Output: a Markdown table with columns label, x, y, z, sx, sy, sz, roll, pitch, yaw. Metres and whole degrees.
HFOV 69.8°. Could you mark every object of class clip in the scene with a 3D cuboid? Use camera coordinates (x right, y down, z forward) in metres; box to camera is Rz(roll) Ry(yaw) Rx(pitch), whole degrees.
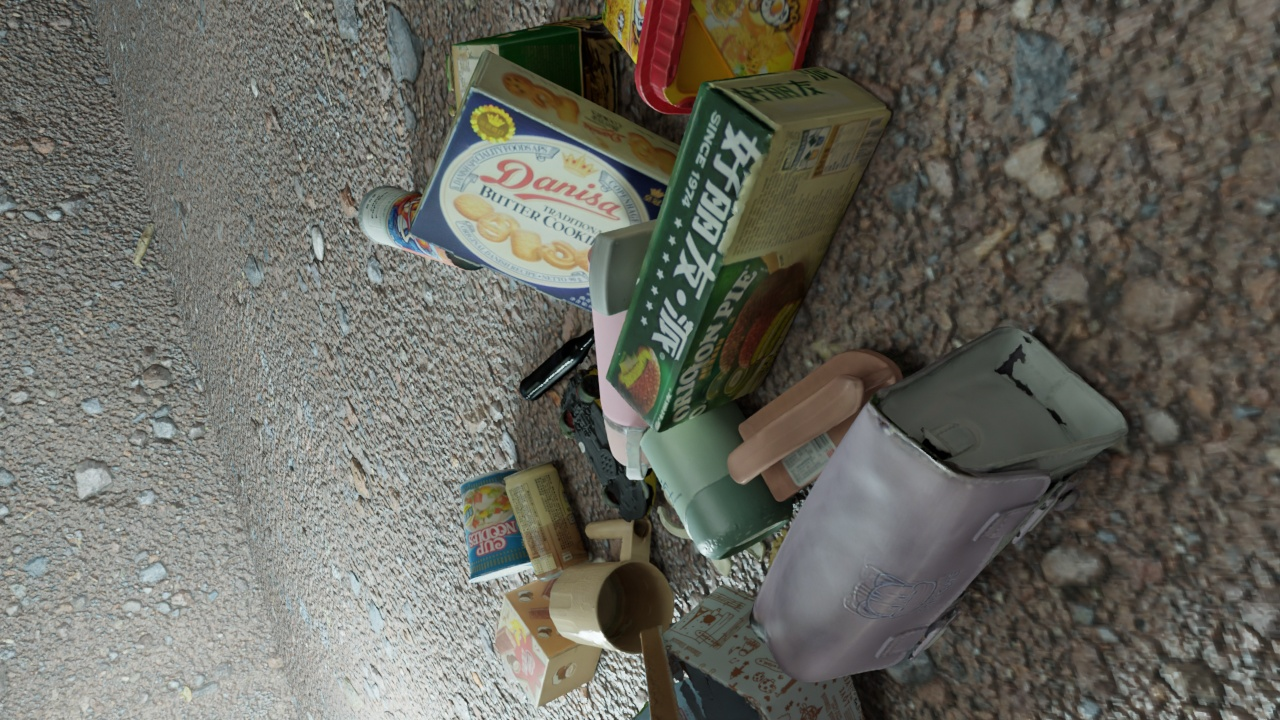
| label | x | y | z | sx | sy | sz | roll | pitch | yaw |
| --- | --- | --- | --- | --- | --- | --- | --- | --- | --- |
| clip | 0.063 | 0.134 | 0.764 | 0.103 | 0.076 | 0.035 | 28 | 124 | 34 |

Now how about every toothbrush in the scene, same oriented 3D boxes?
| label | x | y | z | sx | sy | sz | roll | pitch | yaw |
| --- | --- | --- | --- | --- | --- | --- | --- | --- | --- |
| toothbrush | -0.063 | -0.007 | 0.880 | 0.027 | 0.026 | 0.213 | 40 | 144 | -11 |

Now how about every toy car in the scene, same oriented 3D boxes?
| label | x | y | z | sx | sy | sz | roll | pitch | yaw |
| --- | --- | --- | --- | --- | --- | --- | --- | --- | --- |
| toy car | -0.028 | 0.077 | 0.847 | 0.155 | 0.041 | 0.071 | 59 | 142 | 24 |

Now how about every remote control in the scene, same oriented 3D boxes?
| label | x | y | z | sx | sy | sz | roll | pitch | yaw |
| --- | --- | --- | --- | --- | --- | --- | --- | --- | --- |
| remote control | 0.019 | -0.073 | 0.643 | 0.019 | 0.134 | 0.056 | 27 | 125 | 38 |

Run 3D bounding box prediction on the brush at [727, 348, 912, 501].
| label | x | y | z | sx | sy | sz | roll | pitch | yaw |
| --- | --- | --- | --- | --- | --- | --- | --- | --- | --- |
| brush | 0.118 | 0.041 | 0.607 | 0.146 | 0.072 | 0.063 | -45 | 65 | 49 |

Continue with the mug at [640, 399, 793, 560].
| label | x | y | z | sx | sy | sz | roll | pitch | yaw |
| --- | --- | --- | --- | --- | --- | --- | --- | --- | --- |
| mug | 0.060 | 0.094 | 0.710 | 0.106 | 0.082 | 0.112 | 59 | 173 | 19 |

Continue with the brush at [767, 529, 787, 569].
| label | x | y | z | sx | sy | sz | roll | pitch | yaw |
| --- | --- | --- | --- | --- | --- | --- | --- | --- | --- |
| brush | 0.097 | 0.197 | 0.725 | 0.083 | 0.045 | 0.255 | 55 | 146 | 15 |

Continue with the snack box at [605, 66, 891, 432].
| label | x | y | z | sx | sy | sz | roll | pitch | yaw |
| --- | --- | --- | --- | --- | --- | --- | --- | --- | --- |
| snack box | 0.063 | -0.067 | 0.601 | 0.063 | 0.114 | 0.241 | 45 | 137 | 28 |

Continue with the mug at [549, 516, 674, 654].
| label | x | y | z | sx | sy | sz | roll | pitch | yaw |
| --- | --- | --- | --- | --- | --- | --- | --- | --- | --- |
| mug | -0.029 | 0.214 | 0.882 | 0.104 | 0.084 | 0.124 | -20 | 63 | 56 |

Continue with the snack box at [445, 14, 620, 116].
| label | x | y | z | sx | sy | sz | roll | pitch | yaw |
| --- | --- | --- | --- | --- | --- | --- | --- | --- | --- |
| snack box | -0.090 | -0.222 | 0.761 | 0.118 | 0.105 | 0.118 | 21 | 120 | 48 |

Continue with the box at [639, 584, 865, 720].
| label | x | y | z | sx | sy | sz | roll | pitch | yaw |
| --- | --- | --- | --- | --- | --- | --- | --- | --- | --- |
| box | 0.062 | 0.287 | 0.670 | 0.149 | 0.157 | 0.181 | 7 | 125 | 52 |

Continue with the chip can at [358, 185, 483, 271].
| label | x | y | z | sx | sy | sz | roll | pitch | yaw |
| --- | --- | --- | --- | --- | --- | --- | --- | --- | --- |
| chip can | -0.238 | -0.149 | 1.022 | 0.215 | 0.071 | 0.071 | 21 | 119 | 48 |

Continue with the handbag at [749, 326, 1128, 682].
| label | x | y | z | sx | sy | sz | roll | pitch | yaw |
| --- | --- | --- | --- | --- | --- | --- | --- | --- | --- |
| handbag | 0.155 | 0.090 | 0.513 | 0.098 | 0.144 | 0.197 | 53 | 141 | 32 |

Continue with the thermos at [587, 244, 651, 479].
| label | x | y | z | sx | sy | sz | roll | pitch | yaw |
| --- | --- | --- | --- | --- | --- | --- | --- | --- | --- |
| thermos | -0.004 | 0.004 | 0.730 | 0.067 | 0.087 | 0.199 | 3 | 126 | 7 |

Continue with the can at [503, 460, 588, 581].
| label | x | y | z | sx | sy | sz | roll | pitch | yaw |
| --- | --- | --- | --- | --- | --- | --- | --- | --- | --- |
| can | -0.100 | 0.169 | 0.968 | 0.059 | 0.058 | 0.116 | -30 | 78 | 54 |

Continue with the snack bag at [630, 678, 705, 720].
| label | x | y | z | sx | sy | sz | roll | pitch | yaw |
| --- | --- | --- | --- | --- | --- | --- | --- | --- | --- |
| snack bag | -0.008 | 0.366 | 0.803 | 0.039 | 0.190 | 0.110 | -8 | 97 | 54 |

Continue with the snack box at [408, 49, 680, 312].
| label | x | y | z | sx | sy | sz | roll | pitch | yaw |
| --- | --- | --- | --- | --- | --- | --- | --- | --- | --- |
| snack box | -0.072 | -0.128 | 0.724 | 0.183 | 0.178 | 0.045 | -48 | 25 | 51 |

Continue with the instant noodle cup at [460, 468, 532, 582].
| label | x | y | z | sx | sy | sz | roll | pitch | yaw |
| --- | --- | --- | --- | --- | --- | --- | --- | --- | --- |
| instant noodle cup | -0.157 | 0.183 | 1.030 | 0.099 | 0.099 | 0.110 | -37 | 65 | 53 |

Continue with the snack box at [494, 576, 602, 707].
| label | x | y | z | sx | sy | sz | roll | pitch | yaw |
| --- | --- | --- | --- | --- | --- | --- | --- | --- | --- |
| snack box | -0.100 | 0.303 | 1.004 | 0.094 | 0.076 | 0.093 | 45 | 136 | 34 |

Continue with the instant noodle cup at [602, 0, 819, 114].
| label | x | y | z | sx | sy | sz | roll | pitch | yaw |
| --- | --- | --- | --- | --- | --- | --- | --- | --- | --- |
| instant noodle cup | 0.037 | -0.231 | 0.589 | 0.123 | 0.116 | 0.116 | 55 | 143 | 45 |
